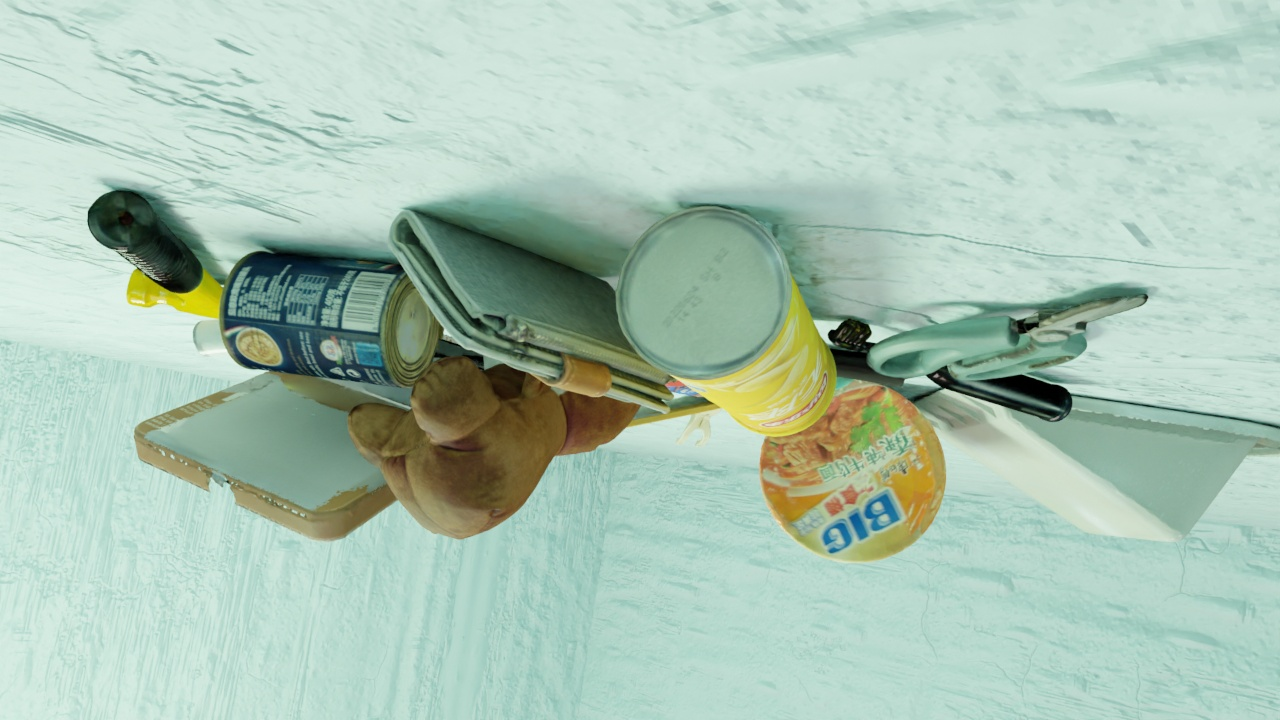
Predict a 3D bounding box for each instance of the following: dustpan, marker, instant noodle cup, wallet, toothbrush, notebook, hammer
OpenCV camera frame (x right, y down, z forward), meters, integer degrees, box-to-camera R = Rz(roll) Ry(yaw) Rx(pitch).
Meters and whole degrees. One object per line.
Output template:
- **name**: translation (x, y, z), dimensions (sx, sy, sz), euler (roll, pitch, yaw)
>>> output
- **dustpan**: translation (0.384, 0.053, 0.770), dimensions (0.258, 0.142, 0.223), euler (37, 175, 7)
- **marker**: translation (0.114, -0.002, 0.625), dimensions (0.132, 0.020, 0.022), euler (9, 159, 6)
- **instant noodle cup**: translation (0.187, 0.092, 0.800), dimensions (0.151, 0.151, 0.111), euler (6, 180, 19)
- **wallet**: translation (-0.049, -0.019, 0.444), dimensions (0.129, 0.037, 0.106), euler (18, -155, -44)
- **toothbrush**: translation (0.198, 0.006, 0.576), dimensions (0.212, 0.026, 0.027), euler (15, 136, -31)
- **notebook**: translation (0.010, 0.052, 0.922), dimensions (0.205, 0.010, 0.146), euler (-9, -178, -30)
- **toothbrush**: translation (-0.200, -0.024, 0.634), dimensions (0.221, 0.026, 0.027), euler (-4, 169, 8)
- **hammer**: translation (-0.305, -0.058, 0.611), dimensions (0.128, 0.033, 0.301), euler (10, 172, -14)

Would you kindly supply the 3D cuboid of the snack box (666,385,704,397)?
- **snack box**: translation (-0.005, 0.004, 0.766), dimensions (0.157, 0.026, 0.085), euler (11, 172, -16)

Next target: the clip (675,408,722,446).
- **clip**: translation (0.068, 0.073, 1.062), dimensions (0.035, 0.096, 0.101), euler (11, -177, -15)

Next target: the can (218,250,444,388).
- **can**: translation (-0.187, -0.025, 0.565), dimensions (0.111, 0.075, 0.075), euler (6, 172, 13)

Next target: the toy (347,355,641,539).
- **toy**: translation (-0.070, 0.018, 0.547), dimensions (0.199, 0.130, 0.140), euler (-20, 180, -45)

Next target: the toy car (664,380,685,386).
- **toy car**: translation (0.020, 0.003, 0.680), dimensions (0.106, 0.031, 0.049), euler (-3, 168, 22)

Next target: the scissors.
- **scissors**: translation (0.206, -0.009, 0.467), dimensions (0.129, 0.019, 0.186), euler (6, 169, -30)

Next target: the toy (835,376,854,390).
- **toy**: translation (0.111, 0.016, 0.673), dimensions (0.092, 0.030, 0.096), euler (-5, 173, -8)

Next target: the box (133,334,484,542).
- **box**: translation (-0.192, 0.037, 0.660), dimensions (0.179, 0.103, 0.260), euler (17, -173, 24)

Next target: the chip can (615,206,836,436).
- **chip can**: translation (0.053, -0.008, 0.449), dimensions (0.072, 0.072, 0.213), euler (6, 171, 17)
